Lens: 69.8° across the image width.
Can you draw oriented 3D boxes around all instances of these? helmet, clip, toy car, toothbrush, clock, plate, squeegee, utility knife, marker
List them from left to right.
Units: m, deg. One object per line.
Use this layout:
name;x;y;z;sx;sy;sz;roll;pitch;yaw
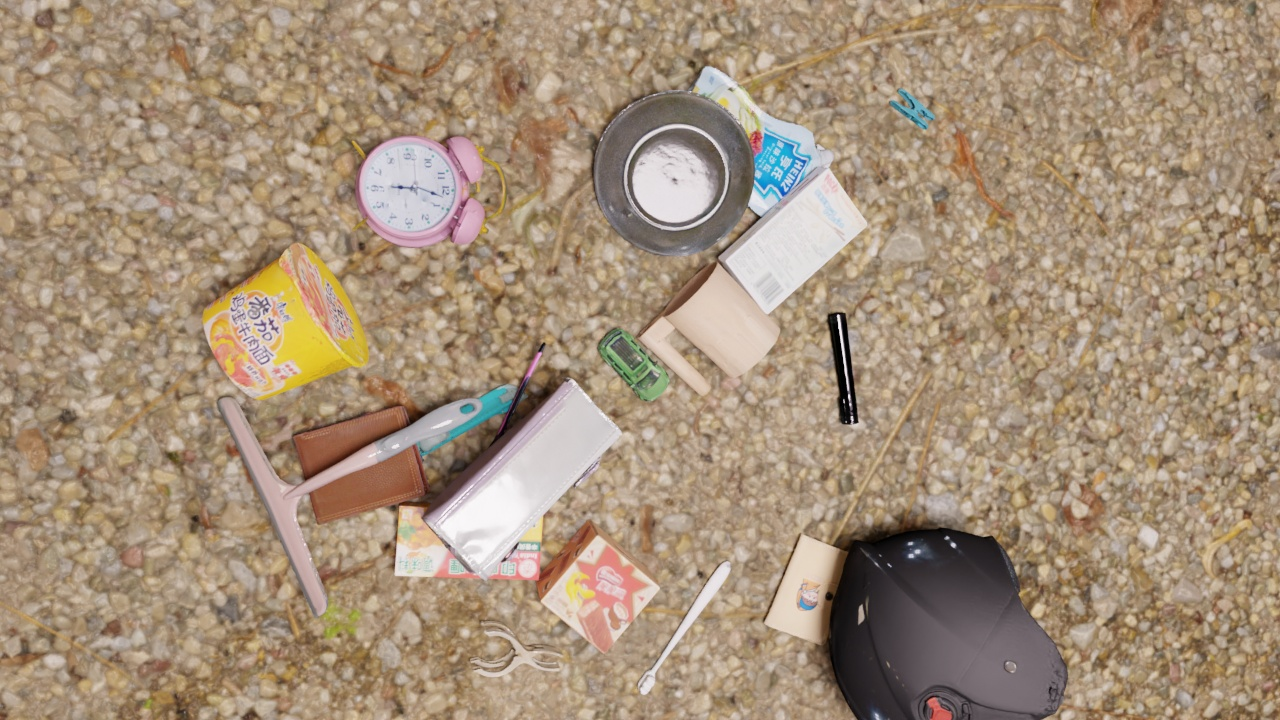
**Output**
squeegee;-0.277;0.097;0.938;0.249;0.040;0.247;-26;86;-4
clock;-0.219;-0.178;0.958;0.158;0.060;0.117;-1;94;-12
utility knife;-0.222;0.084;0.997;0.216;0.013;0.029;-30;96;-6
toothbrush;-0.143;0.065;1.000;0.017;0.014;0.189;25;96;-21
clip;-0.145;0.334;1.017;0.103;0.035;0.092;40;82;-17
toy car;-0.006;0.006;1.020;0.043;0.036;0.091;-45;103;-6
plate;0.038;-0.200;0.997;0.179;0.024;0.179;-1;108;-3
toothbrush;0.052;0.307;1.056;0.016;0.016;0.180;36;87;-12
marker;0.236;0.010;1.068;0.022;0.020;0.132;-11;96;-24
clip;0.317;-0.292;1.067;0.056;0.014;0.043;33;88;-11
helmet;0.318;0.314;0.997;0.230;0.233;0.274;15;87;17

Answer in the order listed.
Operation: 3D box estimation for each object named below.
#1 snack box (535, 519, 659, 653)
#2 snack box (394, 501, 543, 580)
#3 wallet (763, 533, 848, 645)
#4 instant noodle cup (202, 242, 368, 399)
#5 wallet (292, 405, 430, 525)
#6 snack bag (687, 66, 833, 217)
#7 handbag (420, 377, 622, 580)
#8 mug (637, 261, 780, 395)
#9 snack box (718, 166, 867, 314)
snack box;-0.048;0.245;1.004;0.093;0.077;0.094;42;85;-9
snack box;-0.186;0.197;1.003;0.155;0.027;0.077;4;92;-10
wallet;0.205;0.271;1.078;0.087;0.024;0.115;23;88;-12
instant noodle cup;-0.354;-0.032;0.913;0.110;0.138;0.138;-26;97;0
wallet;-0.295;0.110;0.971;0.124;0.032;0.101;-16;88;-4
snack bag;0.124;-0.234;1.027;0.191;0.039;0.110;31;84;-13
handbag;-0.124;0.121;0.934;0.196;0.145;0.098;-45;101;-17
mug;0.076;-0.031;1.015;0.103;0.084;0.125;44;110;-11
snack box;0.171;-0.134;1.031;0.157;0.027;0.084;-42;113;-2
